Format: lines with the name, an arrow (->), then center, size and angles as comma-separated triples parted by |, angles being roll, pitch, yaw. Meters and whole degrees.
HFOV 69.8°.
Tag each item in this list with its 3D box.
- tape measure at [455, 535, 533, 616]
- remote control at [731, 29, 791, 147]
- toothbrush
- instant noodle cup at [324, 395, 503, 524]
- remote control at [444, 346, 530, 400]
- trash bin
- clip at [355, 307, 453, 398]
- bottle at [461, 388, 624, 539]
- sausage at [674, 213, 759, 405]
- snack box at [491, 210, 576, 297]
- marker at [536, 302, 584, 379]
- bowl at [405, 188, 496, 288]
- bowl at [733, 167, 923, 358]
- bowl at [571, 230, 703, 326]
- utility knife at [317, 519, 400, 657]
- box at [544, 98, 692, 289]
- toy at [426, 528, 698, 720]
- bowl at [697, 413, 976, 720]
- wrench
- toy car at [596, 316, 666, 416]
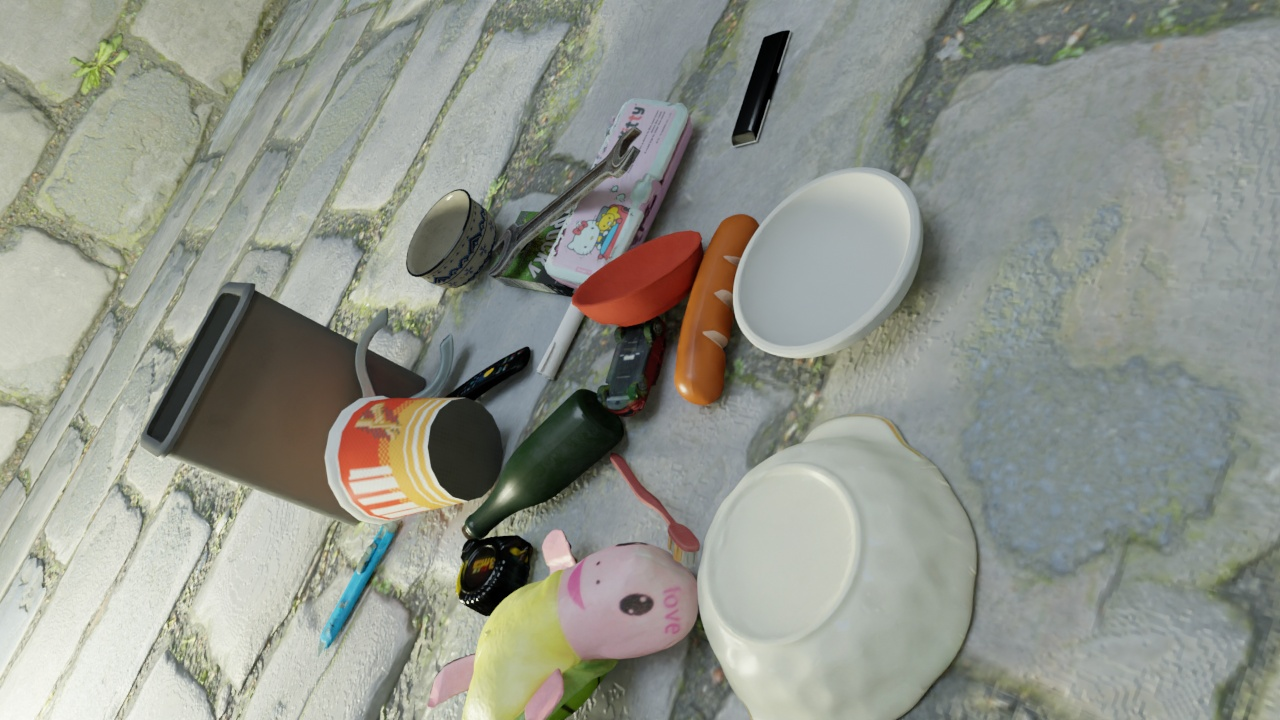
tape measure -> -0.122, 0.181, 0.769 | 0.067, 0.038, 0.062 | -17, 44, 36
remote control -> 0.109, -0.251, 0.837 | 0.028, 0.011, 0.124 | -2, 64, 47
toothbrush -> 0.005, 0.103, 0.675 | 0.184, 0.015, 0.016 | -140, 53, -66
instant noodle cup -> -0.206, 0.088, 0.863 | 0.121, 0.123, 0.123 | -10, 57, 34
remote control -> -0.169, 0.031, 0.933 | 0.152, 0.020, 0.041 | -32, 20, 28
trash bin -> -0.373, 0.051, 0.981 | 0.098, 0.219, 0.191 | 8, 70, 49
clip -> -0.238, 0.039, 0.980 | 0.029, 0.143, 0.172 | -165, 89, -75
bottle -> -0.091, 0.098, 0.779 | 0.174, 0.055, 0.055 | -43, 40, 20
sausage -> 0.060, -0.043, 0.723 | 0.044, 0.039, 0.164 | 8, 69, 23
snack box -> -0.094, -0.112, 0.950 | 0.148, 0.025, 0.080 | 14, 75, 51
marker -> -0.063, -0.044, 0.874 | 0.017, 0.020, 0.133 | 18, 78, 37
bowl -> -0.213, -0.134, 1.066 | 0.116, 0.059, 0.115 | -27, 47, 33
bowl -> 0.137, -0.062, 0.650 | 0.150, 0.043, 0.149 | -27, 47, 33
bowl -> 0.003, -0.064, 0.773 | 0.122, 0.035, 0.121 | -25, 21, 10
utility knife -> -0.289, 0.228, 0.934 | 0.031, 0.015, 0.158 | 19, 80, 56
box -> -0.021, -0.159, 0.867 | 0.086, 0.044, 0.202 | 20, 78, 23
toy -> -0.064, 0.202, 0.649 | 0.238, 0.087, 0.189 | -39, 19, 16
bowl -> 0.098, 0.123, 0.551 | 0.189, 0.060, 0.219 | -9, 59, 45
wrench -> -0.080, -0.146, 0.877 | 0.274, 0.010, 0.069 | -26, 42, 50
toy car -> -0.005, 0.004, 0.760 | 0.042, 0.036, 0.091 | -7, 52, 39
